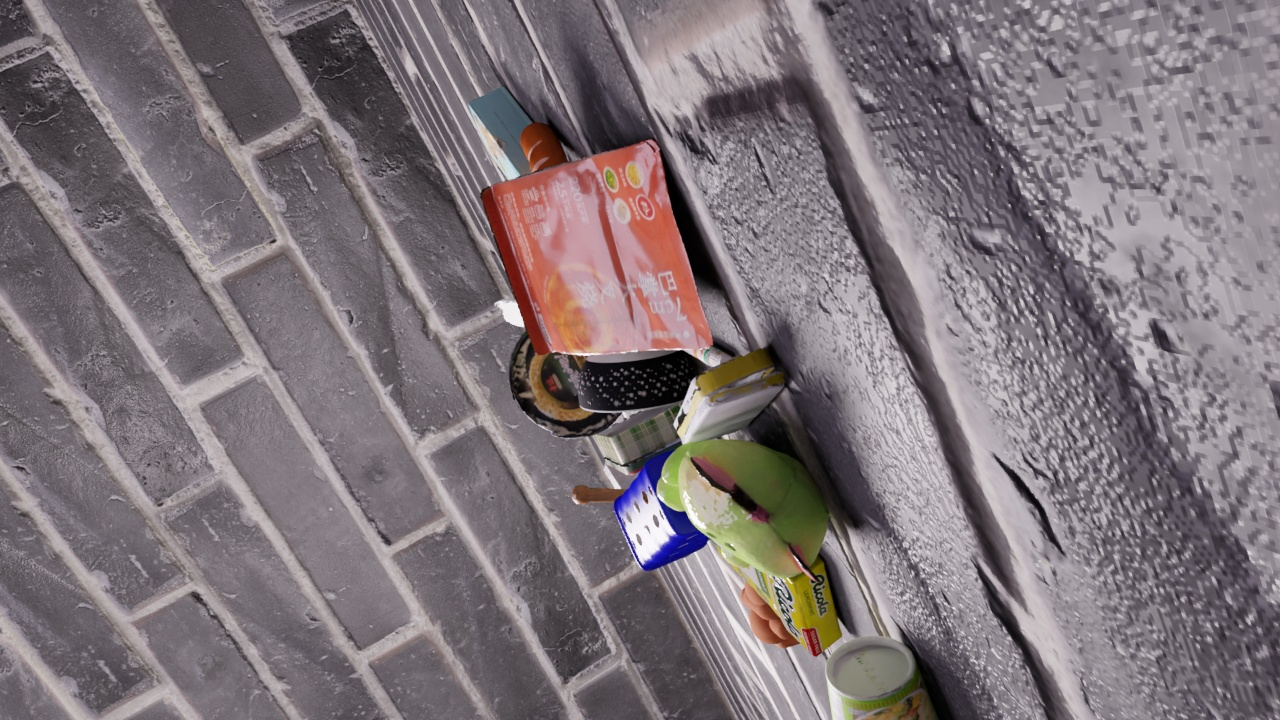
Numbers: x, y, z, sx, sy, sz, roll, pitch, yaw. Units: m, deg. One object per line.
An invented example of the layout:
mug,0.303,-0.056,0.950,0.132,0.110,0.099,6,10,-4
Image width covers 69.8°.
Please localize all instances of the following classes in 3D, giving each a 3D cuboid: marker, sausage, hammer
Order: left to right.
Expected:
sausage,-0.092,-0.187,0.921,0.164,0.044,0.039,-106,20,-43
hammer,-0.012,0.173,1.170,0.162,0.083,0.317,56,-167,20
marker,0.052,-0.011,0.823,0.017,0.017,0.145,63,171,-17

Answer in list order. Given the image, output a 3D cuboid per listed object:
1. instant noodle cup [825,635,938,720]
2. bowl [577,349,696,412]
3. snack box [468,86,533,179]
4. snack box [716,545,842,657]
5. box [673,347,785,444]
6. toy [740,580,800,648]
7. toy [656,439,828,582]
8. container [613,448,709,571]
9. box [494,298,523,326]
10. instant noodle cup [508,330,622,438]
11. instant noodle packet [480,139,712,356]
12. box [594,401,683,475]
instant noodle cup,0.194,0.286,0.734,0.099,0.099,0.108,-139,29,-66
bowl,-0.005,0.005,0.913,0.120,0.120,0.066,-151,53,-74
snack box,-0.138,-0.240,1.068,0.174,0.053,0.075,56,171,36
snack box,0.124,0.199,0.930,0.181,0.045,0.121,41,157,49
box,0.067,0.037,0.740,0.210,0.064,0.037,101,146,-77
toy,0.152,0.275,1.071,0.095,0.065,0.128,32,143,57
toy,0.088,0.114,0.751,0.150,0.107,0.197,42,163,-5
container,0.036,0.143,0.905,0.084,0.085,0.114,64,153,19
box,-0.096,-0.040,1.159,0.084,0.155,0.125,99,152,-71
instant noodle cup,-0.078,0.014,1.055,0.137,0.137,0.112,62,180,-6
instant noodle packet,-0.031,-0.087,0.757,0.221,0.083,0.164,4,115,58
box,0.014,0.079,1.006,0.051,0.117,0.206,63,170,0
